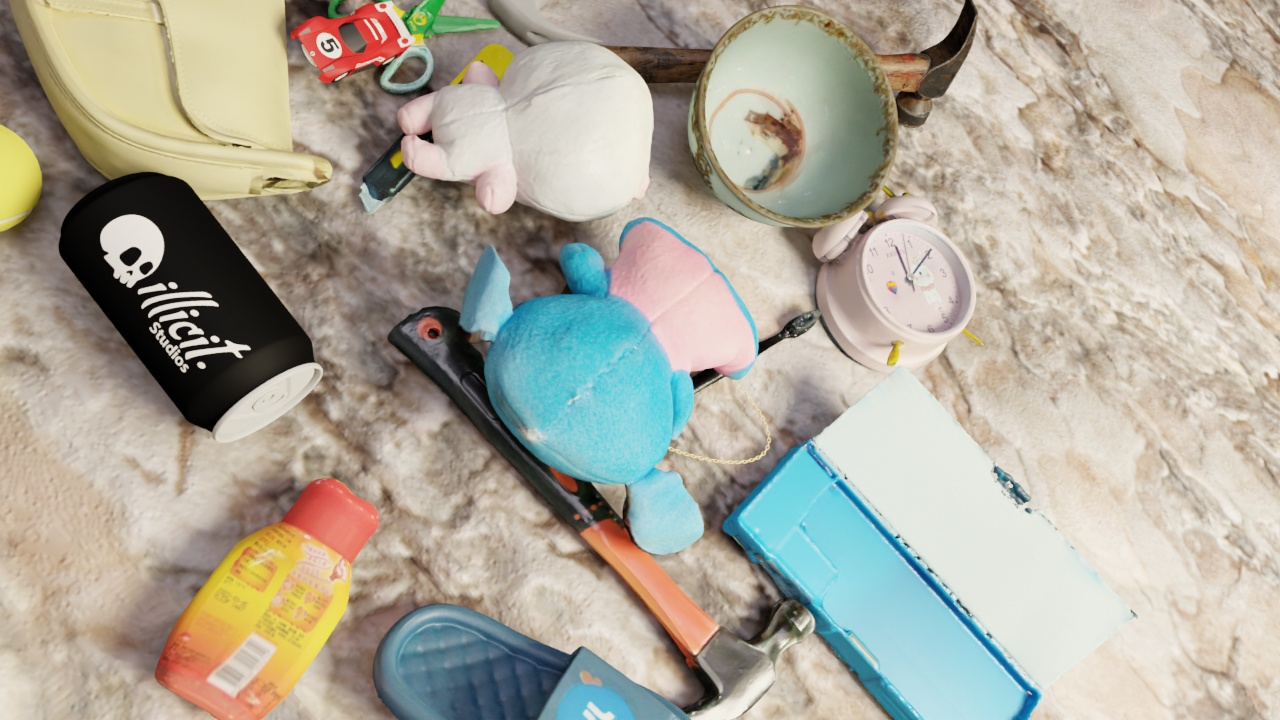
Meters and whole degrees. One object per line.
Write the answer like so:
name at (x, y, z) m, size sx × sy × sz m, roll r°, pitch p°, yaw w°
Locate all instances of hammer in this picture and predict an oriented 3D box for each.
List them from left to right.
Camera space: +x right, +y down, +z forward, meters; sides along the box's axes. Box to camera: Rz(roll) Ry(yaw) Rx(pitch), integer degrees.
hammer at (-0.039, 0.093, 0.593) m, size 0.132 × 0.033 × 0.333 m, roll -40°, pitch 87°, yaw -26°
hammer at (0.007, -0.342, 0.767) m, size 0.310 × 0.030 × 0.125 m, roll -34°, pitch 84°, yaw -27°
hammer at (0.105, -0.240, 0.731) m, size 0.330 × 0.120 × 0.033 m, roll -4°, pitch 58°, yaw -14°

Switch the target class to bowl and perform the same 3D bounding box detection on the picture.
bowl at (0.100, -0.172, 0.692) m, size 0.159 × 0.094 × 0.160 m, roll 1°, pitch 88°, yaw -19°

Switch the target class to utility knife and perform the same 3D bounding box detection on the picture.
utility knife at (-0.145, -0.166, 0.654) m, size 0.029 × 0.020 × 0.174 m, roll 35°, pitch 64°, yaw -3°

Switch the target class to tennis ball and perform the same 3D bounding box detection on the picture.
tennis ball at (-0.377, -0.105, 0.519) m, size 0.065 × 0.065 × 0.065 m, roll 7°, pitch 69°, yaw -18°

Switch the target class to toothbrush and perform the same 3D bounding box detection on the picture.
toothbrush at (0.063, 0.004, 0.669) m, size 0.187 × 0.017 × 0.014 m, roll -28°, pitch 76°, yaw -25°

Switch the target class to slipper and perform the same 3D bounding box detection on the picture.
slipper at (-0.047, 0.192, 0.501) m, size 0.214 × 0.059 × 0.103 m, roll 26°, pitch 34°, yaw 15°

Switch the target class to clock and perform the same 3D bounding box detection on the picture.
clock at (0.196, -0.070, 0.719) m, size 0.116 × 0.059 × 0.158 m, roll -13°, pitch 75°, yaw -24°

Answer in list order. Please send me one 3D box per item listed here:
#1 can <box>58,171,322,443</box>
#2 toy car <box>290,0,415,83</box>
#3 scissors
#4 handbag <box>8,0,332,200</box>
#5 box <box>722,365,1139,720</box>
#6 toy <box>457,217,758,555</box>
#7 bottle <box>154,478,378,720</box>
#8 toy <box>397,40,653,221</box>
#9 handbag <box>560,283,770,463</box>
can at (-0.257, -0.031, 0.528) m, size 0.080 × 0.080 × 0.146 m, roll -37°, pitch 87°, yaw -27°
toy car at (-0.193, -0.216, 0.619) m, size 0.038 × 0.025 × 0.089 m, roll 58°, pitch 33°, yaw -14°
scissors at (-0.163, -0.243, 0.678) m, size 0.126 × 0.012 × 0.123 m, roll -7°, pitch 75°, yaw -20°
handbag at (-0.297, -0.213, 0.578) m, size 0.190 × 0.089 × 0.232 m, roll -3°, pitch 72°, yaw -24°
box at (0.197, 0.147, 0.642) m, size 0.175 × 0.060 × 0.243 m, roll -42°, pitch 89°, yaw -10°
toy at (-0.003, 0.003, 0.574) m, size 0.190 × 0.099 × 0.224 m, roll -39°, pitch 93°, yaw -34°
bottle at (-0.200, 0.129, 0.508) m, size 0.071 × 0.049 × 0.134 m, roll 34°, pitch 63°, yaw -6°
toy at (-0.075, -0.159, 0.634) m, size 0.179 × 0.102 × 0.138 m, roll -8°, pitch 71°, yaw -14°
handbag at (0.012, 0.016, 0.637) m, size 0.178 × 0.027 × 0.084 m, roll 30°, pitch 67°, yaw -7°
